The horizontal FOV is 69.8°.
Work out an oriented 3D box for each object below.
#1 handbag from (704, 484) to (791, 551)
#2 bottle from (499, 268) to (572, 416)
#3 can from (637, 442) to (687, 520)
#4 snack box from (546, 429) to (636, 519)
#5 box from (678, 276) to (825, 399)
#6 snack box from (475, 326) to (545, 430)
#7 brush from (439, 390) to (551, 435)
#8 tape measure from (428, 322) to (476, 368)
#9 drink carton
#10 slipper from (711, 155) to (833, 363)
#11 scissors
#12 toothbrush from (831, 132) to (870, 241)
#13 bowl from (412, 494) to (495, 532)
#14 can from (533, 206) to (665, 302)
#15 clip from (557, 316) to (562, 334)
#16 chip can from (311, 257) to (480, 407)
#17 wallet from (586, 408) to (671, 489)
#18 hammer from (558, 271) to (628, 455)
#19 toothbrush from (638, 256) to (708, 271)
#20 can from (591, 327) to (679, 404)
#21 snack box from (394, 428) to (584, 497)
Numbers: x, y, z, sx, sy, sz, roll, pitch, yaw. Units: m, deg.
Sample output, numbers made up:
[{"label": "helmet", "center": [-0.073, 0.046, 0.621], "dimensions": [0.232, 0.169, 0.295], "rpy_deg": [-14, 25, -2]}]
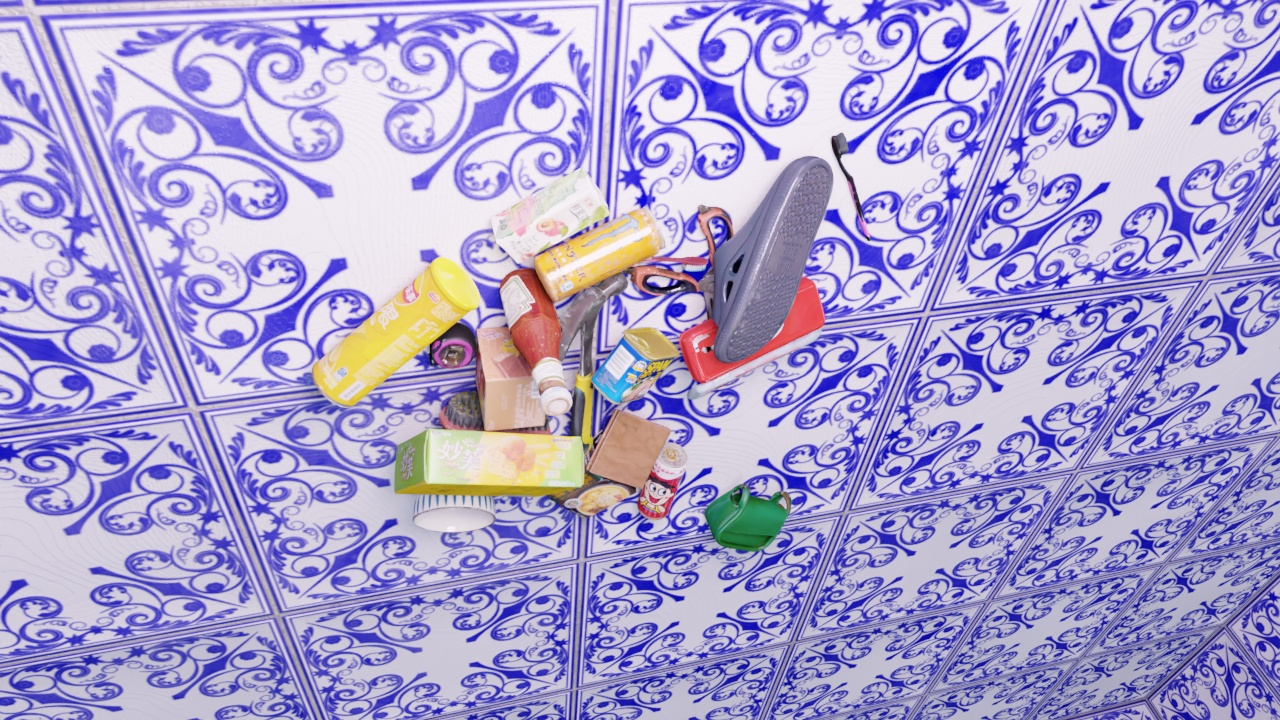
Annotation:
[{"label": "handbag", "center": [0.184, 0.263, 1.565], "dimensions": [0.131, 0.068, 0.120], "rpy_deg": [19, 119, -33]}, {"label": "bottle", "center": [-0.115, -0.022, 1.040], "dimensions": [0.059, 0.205, 0.060], "rpy_deg": [-11, 137, -11]}, {"label": "can", "center": [0.034, 0.189, 1.433], "dimensions": [0.053, 0.053, 0.133], "rpy_deg": [-1, 135, -19]}, {"label": "snack box", "center": [-0.072, 0.176, 1.388], "dimensions": [0.126, 0.053, 0.113], "rpy_deg": [-30, 137, 19]}, {"label": "box", "center": [0.152, -0.019, 1.228], "dimensions": [0.201, 0.074, 0.155], "rpy_deg": [-25, 141, -11]}, {"label": "snack box", "center": [-0.163, 0.022, 1.151], "dimensions": [0.077, 0.094, 0.093], "rpy_deg": [-5, 136, -15]}, {"label": "brush", "center": [-0.195, 0.080, 1.227], "dimensions": [0.145, 0.063, 0.069], "rpy_deg": [2, 136, -21]}, {"label": "tape measure", "center": [-0.230, -0.016, 1.127], "dimensions": [0.057, 0.039, 0.058], "rpy_deg": [4, 133, -24]}, {"label": "drink carton", "center": [-0.100, -0.161, 1.018], "dimensions": [0.123, 0.045, 0.053], "rpy_deg": [-28, 147, 12]}, {"label": "slipper", "center": [0.146, -0.126, 1.118], "dimensions": [0.110, 0.083, 0.268], "rpy_deg": [3, 114, -49]}, {"label": "scissors", "center": [0.084, -0.110, 1.167], "dimensions": [0.225, 0.015, 0.189], "rpy_deg": [10, 131, -30]}, {"label": "toothbrush", "center": [0.264, -0.210, 1.128], "dimensions": [0.018, 0.014, 0.189], "rpy_deg": [-36, 138, 0]}, {"label": "bowl", "center": [-0.265, 0.198, 1.310], "dimensions": [0.116, 0.066, 0.117], "rpy_deg": [-4, 153, -2]}, {"label": "can", "center": [-0.047, -0.122, 1.054], "dimensions": [0.146, 0.058, 0.058], "rpy_deg": [-27, 139, -8]}, {"label": "clip", "center": [-0.112, -0.048, 1.154], "dimensions": [0.027, 0.043, 0.058], "rpy_deg": [-35, 128, 21]}, {"label": "chip can", "center": [-0.285, -0.030, 1.069], "dimensions": [0.214, 0.072, 0.072], "rpy_deg": [-37, 135, 18]}, {"label": "wallet", "center": [-0.016, 0.130, 1.341], "dimensions": [0.115, 0.020, 0.101], "rpy_deg": [23, 95, -42]}, {"label": "hammer", "center": [-0.077, 0.028, 1.207], "dimensions": [0.125, 0.032, 0.324], "rpy_deg": [-43, 156, -33]}, {"label": "toothbrush", "center": [-0.010, -0.119, 1.103], "dimensions": [0.187, 0.016, 0.017], "rpy_deg": [1, 137, -11]}, {"label": "can", "center": [-0.007, 0.007, 1.191], "dimensions": [0.083, 0.057, 0.102], "rpy_deg": [-52, 162, 20]}, {"label": "snack box", "center": [-0.200, 0.137, 1.199], "dimensions": [0.209, 0.070, 0.158], "rpy_deg": [6, 165, -28]}]
